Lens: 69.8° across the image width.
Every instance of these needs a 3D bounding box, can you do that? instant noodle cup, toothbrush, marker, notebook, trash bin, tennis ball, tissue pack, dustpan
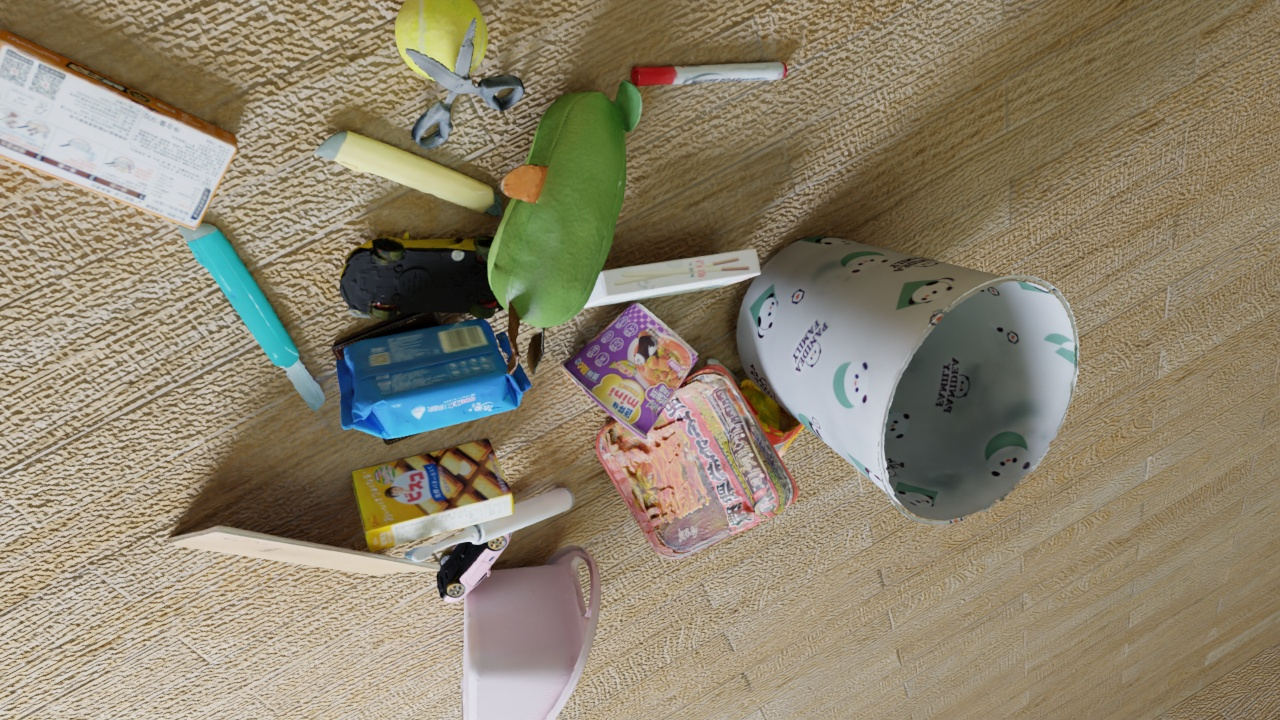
[{"bbox_3d":[-0.005,0.005,0.889,0.099,0.111,0.111,-49,131,2],"label":"instant noodle cup"},{"bbox_3d":[0.128,0.048,1.043,0.016,0.018,0.191,-44,131,6],"label":"toothbrush"},{"bbox_3d":[0.061,-0.248,0.791,0.145,0.017,0.017,-9,127,-21],"label":"marker"},{"bbox_3d":[-0.314,0.181,0.859,0.207,0.008,0.148,21,155,-37],"label":"notebook"},{"bbox_3d":[0.235,-0.004,0.880,0.229,0.252,0.230,-12,116,-26],"label":"trash bin"},{"bbox_3d":[-0.143,-0.235,0.662,0.065,0.065,0.066,-14,129,-18],"label":"tennis ball"},{"bbox_3d":[0.061,0.105,0.958,0.189,0.164,0.078,-31,177,29],"label":"instant noodle cup"},{"bbox_3d":[-0.145,0.165,0.921,0.220,0.026,0.027,-12,96,-54],"label":"toothbrush"},{"bbox_3d":[-0.180,0.016,0.786,0.157,0.095,0.052,-12,132,-17],"label":"tissue pack"},{"bbox_3d":[-0.122,0.340,0.999,0.138,0.222,0.274,0,117,-13],"label":"dustpan"}]

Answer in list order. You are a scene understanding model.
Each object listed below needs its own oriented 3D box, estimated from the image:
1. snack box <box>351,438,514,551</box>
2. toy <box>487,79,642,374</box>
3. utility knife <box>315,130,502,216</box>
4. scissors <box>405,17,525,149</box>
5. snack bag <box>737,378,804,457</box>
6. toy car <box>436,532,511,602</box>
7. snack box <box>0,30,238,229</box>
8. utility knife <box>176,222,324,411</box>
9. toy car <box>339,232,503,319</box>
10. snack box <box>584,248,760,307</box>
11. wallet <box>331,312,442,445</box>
[{"bbox_3d":[-0.201,0.128,0.888,0.140,0.087,0.034,-14,129,-17],"label":"snack box"},{"bbox_3d":[-0.068,-0.106,0.744,0.090,0.227,0.246,18,88,9],"label":"toy"},{"bbox_3d":[-0.178,-0.148,0.742,0.164,0.018,0.031,19,117,-34],"label":"utility knife"},{"bbox_3d":[-0.131,-0.198,0.663,0.160,0.014,0.174,-32,176,38],"label":"scissors"},{"bbox_3d":[0.095,0.119,1.043,0.128,0.073,0.208,16,126,-24],"label":"snack bag"},{"bbox_3d":[-0.175,0.207,0.981,0.037,0.056,0.122,31,106,-36],"label":"toy car"},{"bbox_3d":[-0.369,-0.154,0.634,0.153,0.026,0.075,22,111,-38],"label":"snack box"},{"bbox_3d":[-0.314,-0.032,0.760,0.029,0.013,0.205,-27,129,-10],"label":"utility knife"},{"bbox_3d":[-0.177,-0.073,0.781,0.155,0.041,0.071,-4,125,-26],"label":"toy car"},{"bbox_3d":[0.024,-0.076,0.856,0.156,0.085,0.027,-11,90,-21],"label":"snack box"},{"bbox_3d":[-0.214,0.014,0.844,0.096,0.020,0.122,-24,129,-9],"label":"wallet"}]
